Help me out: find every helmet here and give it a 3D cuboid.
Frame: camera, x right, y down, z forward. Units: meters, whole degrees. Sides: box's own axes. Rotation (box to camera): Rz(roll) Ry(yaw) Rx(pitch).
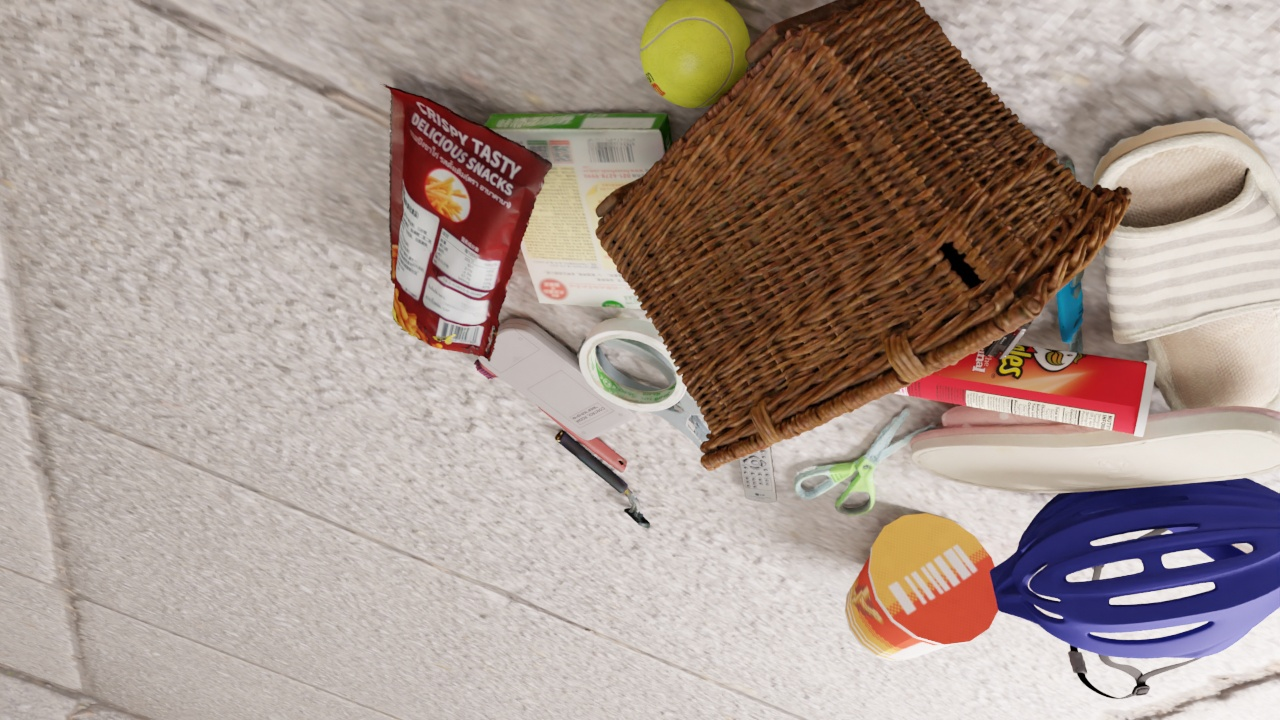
[{"bbox_3d":[0.425,0.193,0.769,0.242,0.147,0.228,-11,131,16],"label":"helmet"}]

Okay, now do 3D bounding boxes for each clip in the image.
[{"bbox_3d":[0.011,0.033,0.818,0.163,0.028,0.115,34,138,-11],"label":"clip"}]

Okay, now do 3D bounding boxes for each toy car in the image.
[{"bbox_3d":[0.251,-0.040,0.611,0.037,0.092,0.040,26,140,9],"label":"toy car"}]

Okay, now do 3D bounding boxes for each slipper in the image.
[{"bbox_3d":[0.343,0.058,0.710,0.275,0.054,0.114,-8,146,41],"label":"slipper"},{"bbox_3d":[0.372,-0.039,0.605,0.115,0.053,0.272,-19,130,29],"label":"slipper"}]

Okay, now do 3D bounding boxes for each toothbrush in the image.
[{"bbox_3d":[-0.085,0.054,0.890,0.190,0.016,0.017,40,139,-25],"label":"toothbrush"}]

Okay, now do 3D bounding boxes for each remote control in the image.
[{"bbox_3d":[-0.078,0.017,0.843,0.151,0.019,0.074,39,135,-25],"label":"remote control"},{"bbox_3d":[0.108,0.090,0.865,0.033,0.013,0.137,3,137,18],"label":"remote control"}]

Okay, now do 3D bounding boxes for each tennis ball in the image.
[{"bbox_3d":[0.033,-0.184,0.545,0.065,0.065,0.065,10,139,8],"label":"tennis ball"}]

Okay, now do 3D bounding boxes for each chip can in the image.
[{"bbox_3d":[0.248,0.010,0.666,0.215,0.051,0.052,10,141,27],"label":"chip can"}]

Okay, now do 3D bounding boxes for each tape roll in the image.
[{"bbox_3d":[-0.005,0.004,0.762,0.094,0.018,0.094,13,137,12],"label":"tape roll"}]

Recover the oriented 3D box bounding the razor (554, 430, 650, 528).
[{"bbox_3d":[-0.037,0.119,0.945,0.144,0.022,0.043,49,170,-27],"label":"razor"}]

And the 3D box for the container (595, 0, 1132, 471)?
[{"bbox_3d":[0.105,-0.078,0.536,0.183,0.161,0.251,55,140,-1],"label":"container"}]

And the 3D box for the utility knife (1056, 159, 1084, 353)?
[{"bbox_3d":[0.296,-0.056,0.631,0.015,0.031,0.185,31,159,43],"label":"utility knife"}]

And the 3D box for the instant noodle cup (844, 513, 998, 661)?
[{"bbox_3d":[0.265,0.232,0.899,0.123,0.123,0.121,16,147,1],"label":"instant noodle cup"}]

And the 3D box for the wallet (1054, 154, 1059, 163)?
[{"bbox_3d":[0.200,-0.093,0.606,0.100,0.054,0.132,15,134,1],"label":"wallet"}]

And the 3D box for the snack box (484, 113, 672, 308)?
[{"bbox_3d":[-0.033,-0.107,0.683,0.132,0.027,0.168,4,138,17],"label":"snack box"}]

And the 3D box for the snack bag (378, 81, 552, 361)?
[{"bbox_3d":[-0.146,-0.097,0.694,0.139,0.066,0.208,35,141,13],"label":"snack bag"}]

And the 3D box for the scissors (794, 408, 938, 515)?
[{"bbox_3d":[0.216,0.096,0.839,0.093,0.032,0.176,31,141,-12],"label":"scissors"}]
